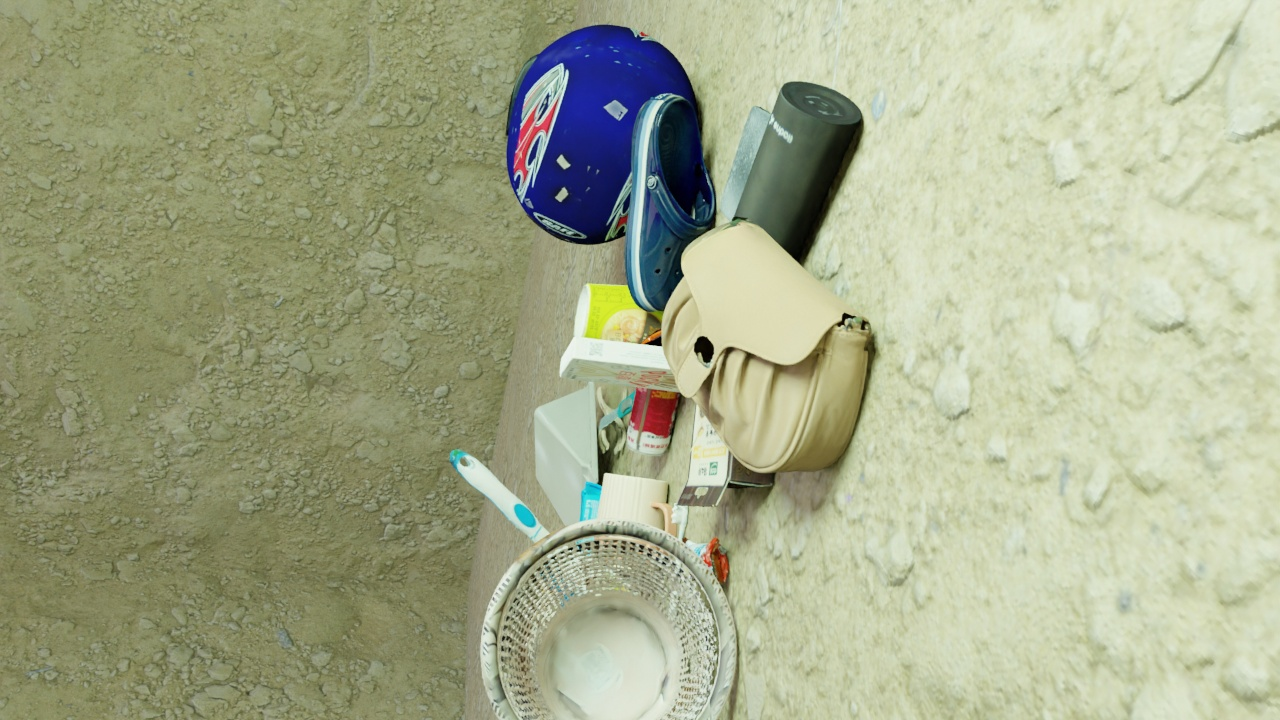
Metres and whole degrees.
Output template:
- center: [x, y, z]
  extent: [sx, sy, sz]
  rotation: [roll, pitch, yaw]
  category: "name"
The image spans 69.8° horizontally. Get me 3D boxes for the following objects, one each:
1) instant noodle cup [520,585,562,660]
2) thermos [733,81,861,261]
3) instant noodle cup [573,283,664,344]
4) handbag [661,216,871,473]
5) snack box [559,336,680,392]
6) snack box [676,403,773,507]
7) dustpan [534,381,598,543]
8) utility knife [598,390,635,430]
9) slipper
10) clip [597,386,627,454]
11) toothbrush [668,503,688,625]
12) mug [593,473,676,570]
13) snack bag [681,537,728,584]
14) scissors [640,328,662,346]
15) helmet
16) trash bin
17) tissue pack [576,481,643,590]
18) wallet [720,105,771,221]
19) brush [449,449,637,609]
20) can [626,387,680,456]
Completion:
- center: [-0.096, 0.363, 1.256]
  extent: [0.116, 0.124, 0.117]
  rotation: [-126, 45, -72]
  category: "instant noodle cup"
- center: [0.120, -0.107, 0.788]
  extent: [0.090, 0.068, 0.243]
  rotation: [47, 138, 31]
  category: "thermos"
- center: [-0.018, -0.049, 1.170]
  extent: [0.112, 0.123, 0.111]
  rotation: [-173, 91, -76]
  category: "instant noodle cup"
- center: [0.086, -0.012, 0.713]
  extent: [0.204, 0.099, 0.148]
  rotation: [53, 132, 47]
  category: "handbag"
- center: [-0.006, 0.006, 1.017]
  extent: [0.085, 0.156, 0.026]
  rotation: [131, 144, -68]
  category: "snack box"
- center: [0.080, 0.074, 0.843]
  extent: [0.113, 0.053, 0.125]
  rotation: [153, 124, -73]
  category: "snack box"
- center: [-0.076, 0.154, 1.452]
  extent: [0.257, 0.142, 0.223]
  rotation: [47, 146, 38]
  category: "dustpan"
- center: [-0.015, 0.060, 1.262]
  extent: [0.220, 0.013, 0.029]
  rotation: [140, 136, -57]
  category: "utility knife"
- center: [0.045, -0.179, 1.069]
  extent: [0.095, 0.104, 0.253]
  rotation: [17, 113, 41]
  category: "slipper"
- center: [-0.044, 0.089, 1.372]
  extent: [0.035, 0.074, 0.100]
  rotation: [133, 141, -68]
  category: "clip"
- center: [0.035, 0.247, 1.007]
  extent: [0.016, 0.016, 0.180]
  rotation: [154, 123, -76]
  category: "toothbrush"
- center: [-0.002, 0.192, 1.084]
  extent: [0.115, 0.081, 0.106]
  rotation: [-2, 78, 50]
  category: "mug"
- center: [0.063, 0.195, 0.900]
  extent: [0.105, 0.026, 0.045]
  rotation: [143, 114, -71]
  category: "snack bag"
- center: [0.059, -0.039, 0.972]
  extent: [0.139, 0.021, 0.235]
  rotation: [-37, 7, -3]
  category: "scissors"
- center: [-0.061, -0.268, 1.193]
  extent: [0.239, 0.247, 0.316]
  rotation: [-69, 4, -52]
  category: "helmet"
- center: [-0.031, 0.287, 0.893]
  extent: [0.192, 0.227, 0.227]
  rotation: [95, 177, -66]
  category: "trash bin"
- center: [-0.039, 0.228, 1.165]
  extent: [0.063, 0.090, 0.140]
  rotation: [142, 135, -81]
  category: "tissue pack"
- center: [0.115, -0.192, 0.931]
  extent: [0.097, 0.019, 0.121]
  rotation: [-114, 36, -62]
  category: "wallet"
- center: [-0.100, 0.221, 1.051]
  extent: [0.060, 0.314, 0.110]
  rotation: [-48, -10, -32]
  category: "brush"
- center: [0.020, 0.046, 1.109]
  extent: [0.053, 0.053, 0.133]
  rotation: [-123, 42, -70]
  category: "can"
